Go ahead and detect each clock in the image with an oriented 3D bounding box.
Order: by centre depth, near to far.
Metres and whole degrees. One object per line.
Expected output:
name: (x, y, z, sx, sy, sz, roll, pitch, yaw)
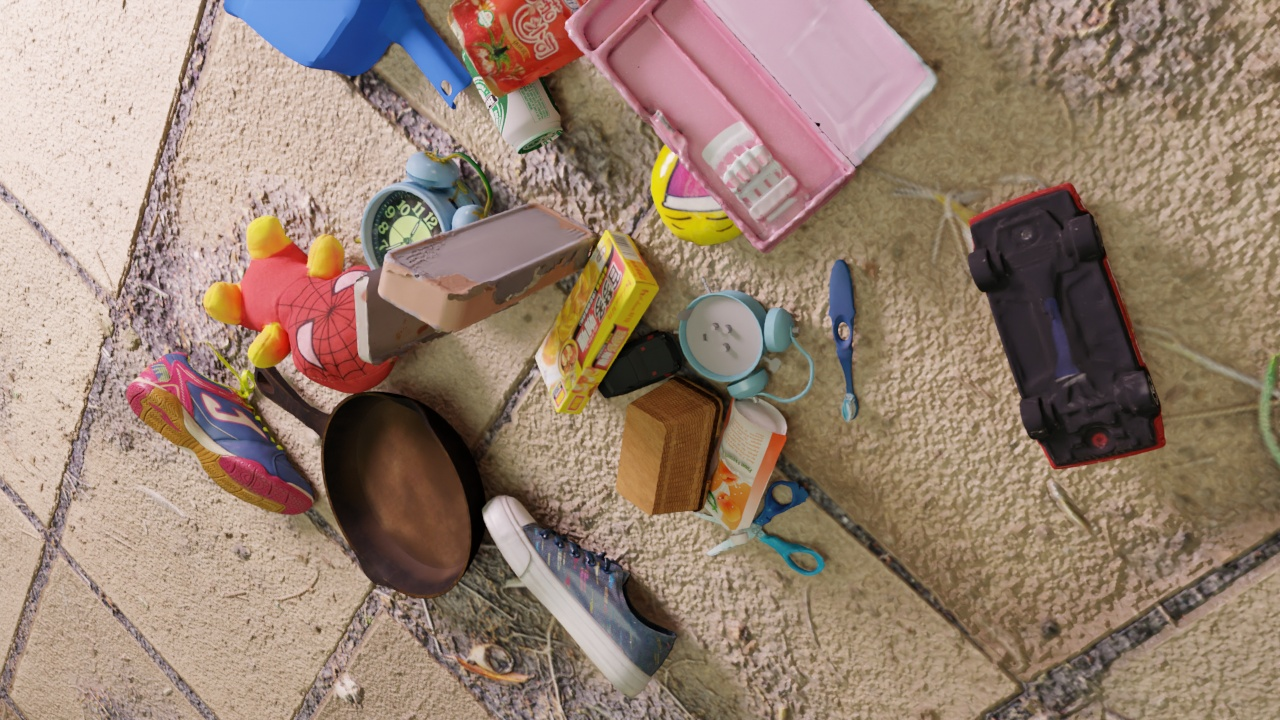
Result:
clock: (0.085, -0.011, 0.747, 0.123, 0.041, 0.088, 35, 121, 15)
clock: (-0.191, -0.125, 0.848, 0.162, 0.059, 0.118, -42, 83, 29)

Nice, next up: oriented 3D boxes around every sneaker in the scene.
sneaker: (-0.058, 0.214, 0.899, 0.079, 0.087, 0.235, -42, 80, -2)
sneaker: (-0.470, 0.082, 1.074, 0.242, 0.090, 0.117, 44, 130, -14)

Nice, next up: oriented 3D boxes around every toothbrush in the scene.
toothbrush: (0.160, -0.014, 0.719, 0.021, 0.016, 0.132, 0, 108, 26)

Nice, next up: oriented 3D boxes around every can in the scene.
can: (-0.107, -0.228, 0.767, 0.053, 0.053, 0.101, -25, 94, 33)

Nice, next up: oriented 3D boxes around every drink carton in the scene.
drink carton: (0.085, 0.095, 0.787, 0.069, 0.038, 0.122, 45, 130, 40)

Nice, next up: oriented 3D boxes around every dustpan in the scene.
dustpan: (-0.242, -0.320, 0.806, 0.257, 0.059, 0.246, 52, 124, 15)

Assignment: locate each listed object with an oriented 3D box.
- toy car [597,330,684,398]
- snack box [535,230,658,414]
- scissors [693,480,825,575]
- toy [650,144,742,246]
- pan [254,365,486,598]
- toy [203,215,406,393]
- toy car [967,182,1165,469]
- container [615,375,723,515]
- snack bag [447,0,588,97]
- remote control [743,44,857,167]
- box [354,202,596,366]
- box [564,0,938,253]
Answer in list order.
toy car: (-0.005, 0.005, 0.805, 0.092, 0.036, 0.042, -22, 96, 33)
snack box: (-0.041, -0.031, 0.796, 0.153, 0.025, 0.075, -57, 42, 31)
scissors: (0.102, 0.141, 0.812, 0.132, 0.015, 0.110, 10, 114, 32)
toy: (0.053, -0.137, 0.720, 0.096, 0.041, 0.094, 4, 105, 24)
pan: (-0.296, 0.102, 0.993, 0.356, 0.043, 0.249, 35, 123, 22)
toy: (-0.324, -0.049, 0.922, 0.216, 0.098, 0.147, 28, 89, 17)
toy car: (0.287, -0.021, 0.624, 0.082, 0.056, 0.189, -19, 91, 31)
container: (0.022, 0.078, 0.791, 0.063, 0.061, 0.114, 30, 122, 40)
snack bag: (-0.067, -0.274, 0.710, 0.155, 0.044, 0.087, -29, 123, 4)
remote control: (0.114, -0.183, 0.687, 0.124, 0.010, 0.039, 46, 123, 7)
box: (-0.122, -0.067, 0.737, 0.108, 0.215, 0.094, 2, 109, 26)
box: (0.075, -0.216, 0.659, 0.180, 0.059, 0.233, -42, 82, 27)
